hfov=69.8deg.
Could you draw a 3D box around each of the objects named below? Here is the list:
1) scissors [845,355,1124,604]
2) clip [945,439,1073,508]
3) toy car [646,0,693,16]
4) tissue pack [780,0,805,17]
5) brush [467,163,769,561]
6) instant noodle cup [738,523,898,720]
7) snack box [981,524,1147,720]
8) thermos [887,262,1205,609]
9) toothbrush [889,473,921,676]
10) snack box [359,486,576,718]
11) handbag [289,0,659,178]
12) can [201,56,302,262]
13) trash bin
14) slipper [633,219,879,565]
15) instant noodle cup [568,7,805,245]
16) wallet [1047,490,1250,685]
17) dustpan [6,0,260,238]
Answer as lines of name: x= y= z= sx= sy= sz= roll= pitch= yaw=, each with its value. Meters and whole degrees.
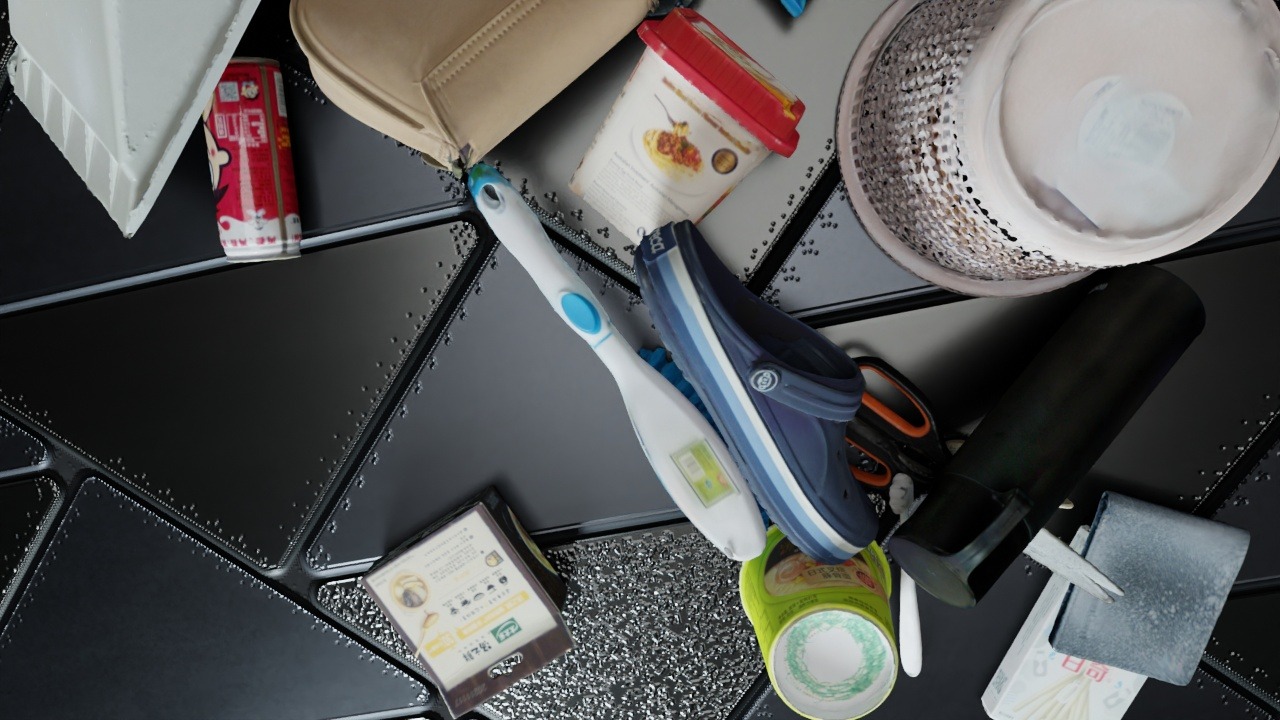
scissors: x=0.208 y=0.094 z=0.618 sx=0.140 sy=0.021 sz=0.235 roll=-39 pitch=85 yaw=38
clip: x=0.251 y=0.079 z=0.640 sx=0.100 sy=0.034 sz=0.074 roll=0 pitch=100 yaw=3
toy car: x=0.004 y=-0.272 z=0.591 sx=0.049 sy=0.031 sz=0.105 roll=-25 pitch=97 yaw=9
tissue pack: x=0.111 y=-0.295 z=0.561 sx=0.090 sy=0.063 sz=0.140 roll=42 pitch=101 yaw=-4
brush: x=-0.004 y=0.003 z=0.608 sx=0.061 sy=0.109 sz=0.314 roll=-32 pitch=95 yaw=16
instant noodle cup: x=0.125 y=0.177 z=0.623 sx=0.112 sy=0.123 sz=0.112 roll=1 pitch=101 yaw=4
snack box: x=0.323 y=0.205 z=0.662 sx=0.084 sy=0.026 sz=0.157 roll=24 pitch=103 yaw=0
thermos: x=0.252 y=0.040 z=0.551 sx=0.068 sy=0.090 sz=0.242 roll=44 pitch=72 yaw=3
toothbrush: x=0.187 y=0.158 z=0.646 sx=0.016 sy=0.016 sz=0.180 roll=9 pitch=123 yaw=35
snack box: x=-0.124 y=0.178 z=0.680 sx=0.113 sy=0.053 sz=0.125 roll=-33 pitch=97 yaw=10
handbag: x=-0.097 y=-0.212 z=0.550 sx=0.204 sy=0.100 sz=0.148 roll=-42 pitch=89 yaw=-9
can: x=-0.267 y=-0.136 z=0.629 sx=0.053 sy=0.053 sz=0.133 roll=-2 pitch=101 yaw=5
trash bin: x=0.237 y=-0.137 z=0.519 sx=0.227 sy=0.192 sz=0.227 roll=1 pitch=101 yaw=5
slipper: x=0.088 y=0.013 z=0.576 sx=0.095 sy=0.105 sz=0.253 roll=-28 pitch=113 yaw=18
instant noodle cup: x=0.026 y=-0.140 z=0.581 sx=0.116 sy=0.116 sz=0.124 roll=39 pitch=114 yaw=-4
wallet: x=0.345 y=0.157 z=0.628 sx=0.097 sy=0.019 sz=0.121 roll=15 pitch=101 yaw=3
dustpan: x=-0.296 y=-0.251 z=0.576 sx=0.223 sy=0.142 sz=0.258 roll=41 pitch=131 yaw=29
